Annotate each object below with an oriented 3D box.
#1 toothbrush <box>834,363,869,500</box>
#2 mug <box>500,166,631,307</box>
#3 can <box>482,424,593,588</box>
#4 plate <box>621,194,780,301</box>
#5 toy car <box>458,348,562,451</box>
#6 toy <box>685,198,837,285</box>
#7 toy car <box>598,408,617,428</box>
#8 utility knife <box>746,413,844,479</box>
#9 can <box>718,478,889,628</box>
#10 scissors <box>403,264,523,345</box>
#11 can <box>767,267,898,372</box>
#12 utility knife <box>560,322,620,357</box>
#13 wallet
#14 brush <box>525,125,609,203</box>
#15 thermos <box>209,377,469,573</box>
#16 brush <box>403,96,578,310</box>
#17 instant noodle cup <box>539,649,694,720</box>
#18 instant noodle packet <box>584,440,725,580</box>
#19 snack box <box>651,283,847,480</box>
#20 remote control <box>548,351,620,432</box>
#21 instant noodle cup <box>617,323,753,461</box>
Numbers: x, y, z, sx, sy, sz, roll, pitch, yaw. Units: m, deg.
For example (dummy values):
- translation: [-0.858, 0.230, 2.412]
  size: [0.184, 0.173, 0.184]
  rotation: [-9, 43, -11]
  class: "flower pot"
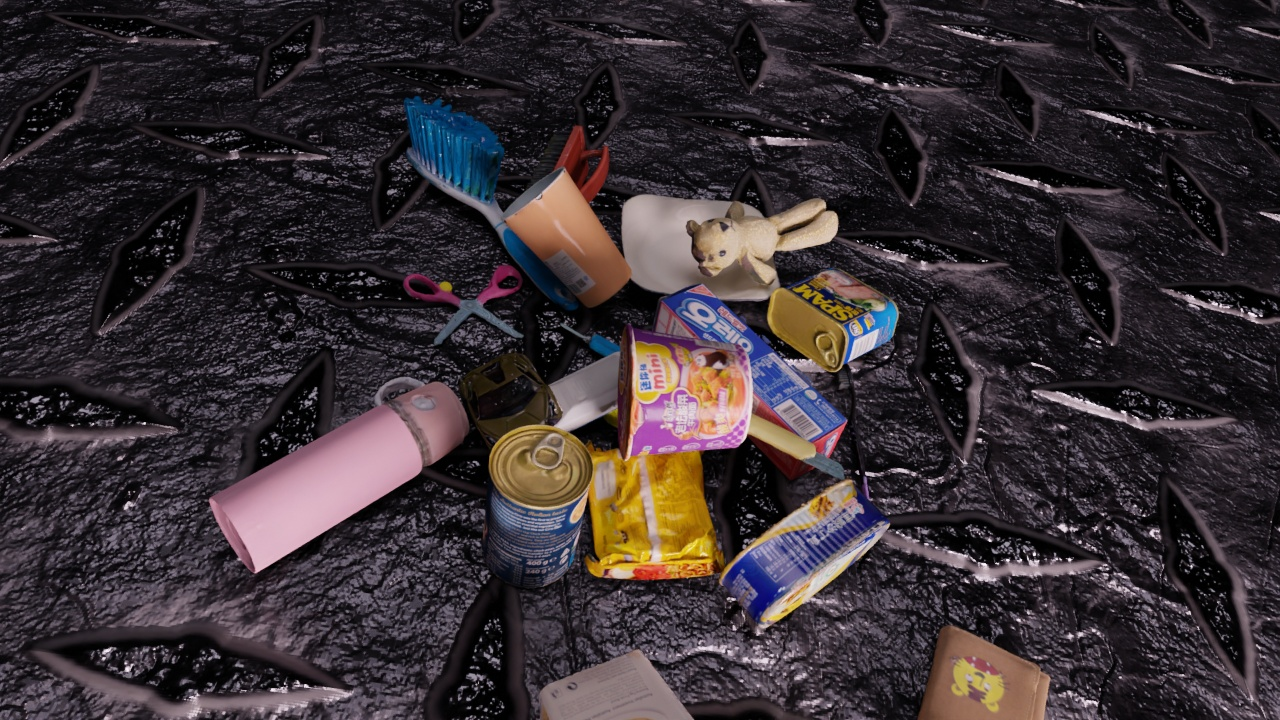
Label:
- translation: [0.197, 0.072, 0.848]
  size: [0.017, 0.014, 0.188]
  rotation: [1, 47, 1]
  class: "toothbrush"
- translation: [-0.067, -0.115, 0.889]
  size: [0.123, 0.078, 0.078]
  rotation: [51, 46, -19]
  class: "mug"
- translation: [-0.080, 0.113, 0.693]
  size: [0.075, 0.111, 0.075]
  rotation: [7, 45, -7]
  class: "can"
- translation: [0.060, -0.113, 0.981]
  size: [0.163, 0.034, 0.164]
  rotation: [3, 47, -7]
  class: "plate"
- translation: [-0.110, 0.031, 0.764]
  size: [0.070, 0.042, 0.158]
  rotation: [-30, 25, -11]
  class: "toy car"
- translation: [0.126, -0.130, 0.940]
  size: [0.157, 0.066, 0.105]
  rotation: [-15, 69, -14]
  class: "toy"
- translation: [-0.005, 0.041, 0.828]
  size: [0.105, 0.032, 0.048]
  rotation: [25, 48, 15]
  class: "toy car"
- translation: [0.096, 0.055, 0.783]
  size: [0.183, 0.019, 0.030]
  rotation: [22, 39, 34]
  class: "utility knife"
- translation: [0.131, 0.150, 0.722]
  size: [0.147, 0.075, 0.049]
  rotation: [-26, 60, -32]
  class: "can"
- translation: [-0.168, -0.058, 0.902]
  size: [0.133, 0.017, 0.133]
  rotation: [30, 49, 12]
  class: "scissors"
- translation: [0.193, -0.044, 0.920]
  size: [0.083, 0.057, 0.102]
  rotation: [-24, 46, -31]
  class: "can"
- translation: [-0.005, 0.005, 0.866]
  size: [0.182, 0.018, 0.034]
  rotation: [30, 10, 19]
  class: "utility knife"
- translation: [0.251, 0.260, 0.672]
  size: [0.090, 0.033, 0.115]
  rotation: [24, 44, 13]
  class: "wallet"
- translation: [-0.080, -0.195, 1.012]
  size: [0.069, 0.063, 0.145]
  rotation: [6, 46, 13]
  class: "brush"
- translation: [-0.236, 0.078, 0.726]
  size: [0.087, 0.067, 0.198]
  rotation: [39, 54, 24]
  class: "thermos"
- translation: [-0.158, -0.173, 0.970]
  size: [0.060, 0.110, 0.314]
  rotation: [-16, 43, -43]
  class: "brush"
- translation: [-0.006, 0.262, 0.574]
  size: [0.116, 0.116, 0.124]
  rotation: [-15, 40, -23]
  class: "instant noodle cup"
- translation: [0.007, 0.119, 0.749]
  size: [0.110, 0.044, 0.128]
  rotation: [0, 45, -8]
  class: "instant noodle packet"
- translation: [0.095, 0.014, 0.853]
  size: [0.057, 0.058, 0.207]
  rotation: [-26, 57, -30]
  class: "snack box"
- translation: [-0.060, 0.035, 0.807]
  size: [0.125, 0.024, 0.049]
  rotation: [-27, 54, -7]
  class: "remote control"
- translation: [0.034, 0.028, 0.742]
  size: [0.099, 0.112, 0.111]
  rotation: [3, 47, -7]
  class: "instant noodle cup"
